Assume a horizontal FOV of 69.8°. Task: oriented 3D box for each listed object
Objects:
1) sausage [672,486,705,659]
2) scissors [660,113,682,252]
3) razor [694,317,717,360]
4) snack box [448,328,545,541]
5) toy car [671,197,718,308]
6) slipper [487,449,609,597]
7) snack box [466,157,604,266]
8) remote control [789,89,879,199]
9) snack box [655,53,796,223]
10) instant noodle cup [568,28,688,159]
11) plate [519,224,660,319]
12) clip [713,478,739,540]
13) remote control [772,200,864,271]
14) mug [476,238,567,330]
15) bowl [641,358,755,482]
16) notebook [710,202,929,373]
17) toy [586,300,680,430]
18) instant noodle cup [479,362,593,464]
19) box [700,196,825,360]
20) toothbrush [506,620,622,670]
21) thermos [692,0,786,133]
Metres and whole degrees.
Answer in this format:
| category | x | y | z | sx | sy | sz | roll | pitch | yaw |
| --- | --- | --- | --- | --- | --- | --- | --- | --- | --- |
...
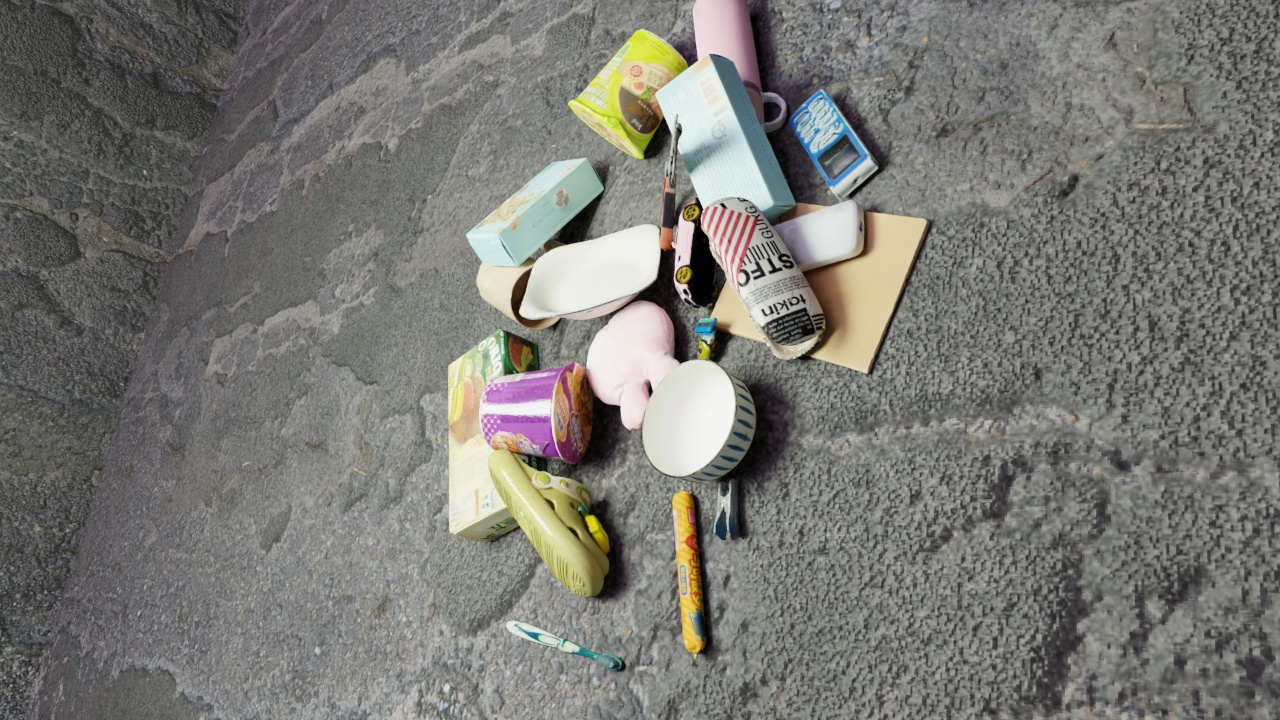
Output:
| category | x | y | z | sx | sy | sz | roll | pitch | yaw |
| --- | --- | --- | --- | --- | --- | --- | --- | --- | --- |
| sausage | 0.046 | 0.197 | 0.867 | 0.022 | 0.021 | 0.165 | -27 | 54 | 36 |
| scissors | 0.031 | -0.175 | 0.947 | 0.208 | 0.015 | 0.185 | -86 | 0 | -71 |
| razor | 0.056 | 0.026 | 0.937 | 0.043 | 0.022 | 0.142 | 179 | 108 | -74 |
| snack box | -0.179 | 0.091 | 1.125 | 0.115 | 0.063 | 0.239 | -32 | 51 | 33 |
| toy car | 0.058 | -0.114 | 0.974 | 0.037 | 0.056 | 0.122 | -9 | 66 | 40 |
| slipper | -0.087 | 0.157 | 0.968 | 0.081 | 0.092 | 0.190 | -34 | 64 | -20 |
| snack box | -0.131 | -0.187 | 1.153 | 0.074 | 0.051 | 0.174 | 7 | 46 | 49 |
| remote control | 0.189 | -0.215 | 0.905 | 0.049 | 0.024 | 0.124 | -42 | 45 | 26 |
| snack box | 0.086 | -0.215 | 0.931 | 0.074 | 0.051 | 0.175 | -27 | 80 | 37 |
| instant noodle cup | -0.007 | -0.328 | 1.112 | 0.123 | 0.111 | 0.112 | -55 | 42 | 3 |
| plate | -0.051 | -0.092 | 1.049 | 0.164 | 0.034 | 0.164 | -13 | 34 | 14 |
| clip | 0.082 | 0.138 | 0.856 | 0.038 | 0.026 | 0.058 | -15 | 53 | 29 |
| remote control | 0.153 | -0.111 | 0.884 | 0.136 | 0.020 | 0.055 | -15 | 63 | 42 |
| mug | -0.137 | -0.107 | 1.170 | 0.124 | 0.084 | 0.103 | -45 | 38 | -13 |
| bowl | 0.064 | 0.063 | 0.877 | 0.117 | 0.066 | 0.116 | -22 | 57 | 38 |
| notebook | 0.163 | -0.079 | 0.883 | 0.208 | 0.008 | 0.148 | 21 | 87 | 49 |
| toy | -0.006 | 0.006 | 0.984 | 0.121 | 0.054 | 0.159 | -49 | 36 | 18 |
| instant noodle cup | -0.117 | 0.059 | 1.014 | 0.099 | 0.111 | 0.111 | -3 | 68 | 19 |
| box | 0.114 | -0.075 | 0.865 | 0.076 | 0.087 | 0.163 | -25 | 68 | -15 |
| toothbrush | -0.087 | 0.298 | 0.964 | 0.192 | 0.018 | 0.016 | 0 | 73 | 47 |
| thermos | 0.108 | -0.325 | 1.019 | 0.087 | 0.067 | 0.198 | -11 | 60 | 11 |
